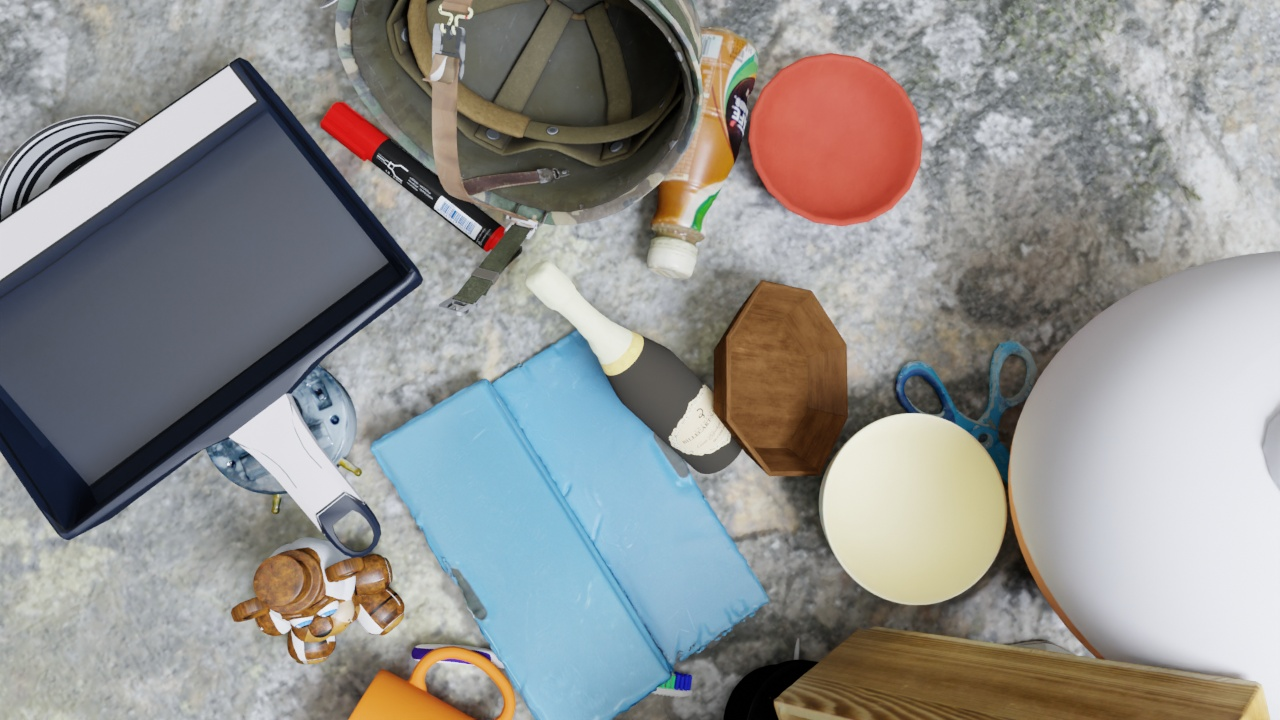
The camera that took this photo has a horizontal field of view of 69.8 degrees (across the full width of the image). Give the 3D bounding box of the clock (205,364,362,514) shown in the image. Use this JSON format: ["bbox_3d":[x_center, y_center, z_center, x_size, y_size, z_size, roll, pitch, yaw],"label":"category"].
[{"bbox_3d":[-0.233,0.028,0.587,0.090,0.052,0.129,-24,88,-7],"label":"clock"}]

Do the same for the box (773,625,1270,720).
[{"bbox_3d":[0.189,0.315,0.441,0.220,0.259,0.279,-22,97,-40],"label":"box"}]

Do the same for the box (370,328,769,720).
[{"bbox_3d":[-0.043,0.108,0.601,0.174,0.033,0.231,-33,84,-13],"label":"box"}]

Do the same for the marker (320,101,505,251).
[{"bbox_3d":[-0.153,-0.123,0.625,0.145,0.021,0.023,38,75,-1],"label":"marker"}]

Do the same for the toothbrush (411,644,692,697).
[{"bbox_3d":[-0.057,0.202,0.605,0.186,0.015,0.016,10,82,-4],"label":"toothbrush"}]

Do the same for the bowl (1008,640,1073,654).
[{"bbox_3d":[0.275,0.250,0.607,0.117,0.061,0.117,1,83,-5],"label":"bowl"}]

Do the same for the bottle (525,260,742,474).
[{"bbox_3d":[-0.003,0.003,0.570,0.045,0.045,0.184,-51,121,-8],"label":"bottle"}]

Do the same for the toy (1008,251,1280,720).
[{"bbox_3d":[0.350,0.083,0.525,0.262,0.281,0.265,-26,67,-8],"label":"toy"}]

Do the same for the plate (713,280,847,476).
[{"bbox_3d":[0.090,0.014,0.604,0.131,0.025,0.131,5,83,-42],"label":"plate"}]

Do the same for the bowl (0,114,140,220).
[{"bbox_3d":[-0.330,-0.086,0.582,0.120,0.066,0.120,1,84,-5],"label":"bowl"}]

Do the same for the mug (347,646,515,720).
[{"bbox_3d":[-0.130,0.233,0.567,0.096,0.078,0.112,30,70,-2],"label":"mug"}]

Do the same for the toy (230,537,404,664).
[{"bbox_3d":[-0.195,0.142,0.553,0.087,0.113,0.067,-22,75,-7],"label":"toy"}]

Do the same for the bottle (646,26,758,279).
[{"bbox_3d":[0.037,-0.139,0.624,0.059,0.059,0.167,13,83,-4],"label":"bottle"}]

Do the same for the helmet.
[{"bbox_3d":[-0.075,-0.171,0.546,0.224,0.193,0.235,1,47,3],"label":"helmet"}]

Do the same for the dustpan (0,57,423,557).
[{"bbox_3d":[-0.238,-0.003,0.519,0.236,0.080,0.273,-39,100,-8],"label":"dustpan"}]

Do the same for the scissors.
[{"bbox_3d":[0.230,0.048,0.648,0.127,0.012,0.137,11,85,-5],"label":"scissors"}]

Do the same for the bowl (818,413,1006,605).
[{"bbox_3d":[0.167,0.095,0.605,0.118,0.074,0.118,1,84,-5],"label":"bowl"}]

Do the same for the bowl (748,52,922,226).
[{"bbox_3d":[0.133,-0.151,0.646,0.122,0.035,0.122,1,84,-5],"label":"bowl"}]

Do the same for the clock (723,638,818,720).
[{"bbox_3d":[0.088,0.246,0.584,0.091,0.043,0.120,46,66,-6],"label":"clock"}]
